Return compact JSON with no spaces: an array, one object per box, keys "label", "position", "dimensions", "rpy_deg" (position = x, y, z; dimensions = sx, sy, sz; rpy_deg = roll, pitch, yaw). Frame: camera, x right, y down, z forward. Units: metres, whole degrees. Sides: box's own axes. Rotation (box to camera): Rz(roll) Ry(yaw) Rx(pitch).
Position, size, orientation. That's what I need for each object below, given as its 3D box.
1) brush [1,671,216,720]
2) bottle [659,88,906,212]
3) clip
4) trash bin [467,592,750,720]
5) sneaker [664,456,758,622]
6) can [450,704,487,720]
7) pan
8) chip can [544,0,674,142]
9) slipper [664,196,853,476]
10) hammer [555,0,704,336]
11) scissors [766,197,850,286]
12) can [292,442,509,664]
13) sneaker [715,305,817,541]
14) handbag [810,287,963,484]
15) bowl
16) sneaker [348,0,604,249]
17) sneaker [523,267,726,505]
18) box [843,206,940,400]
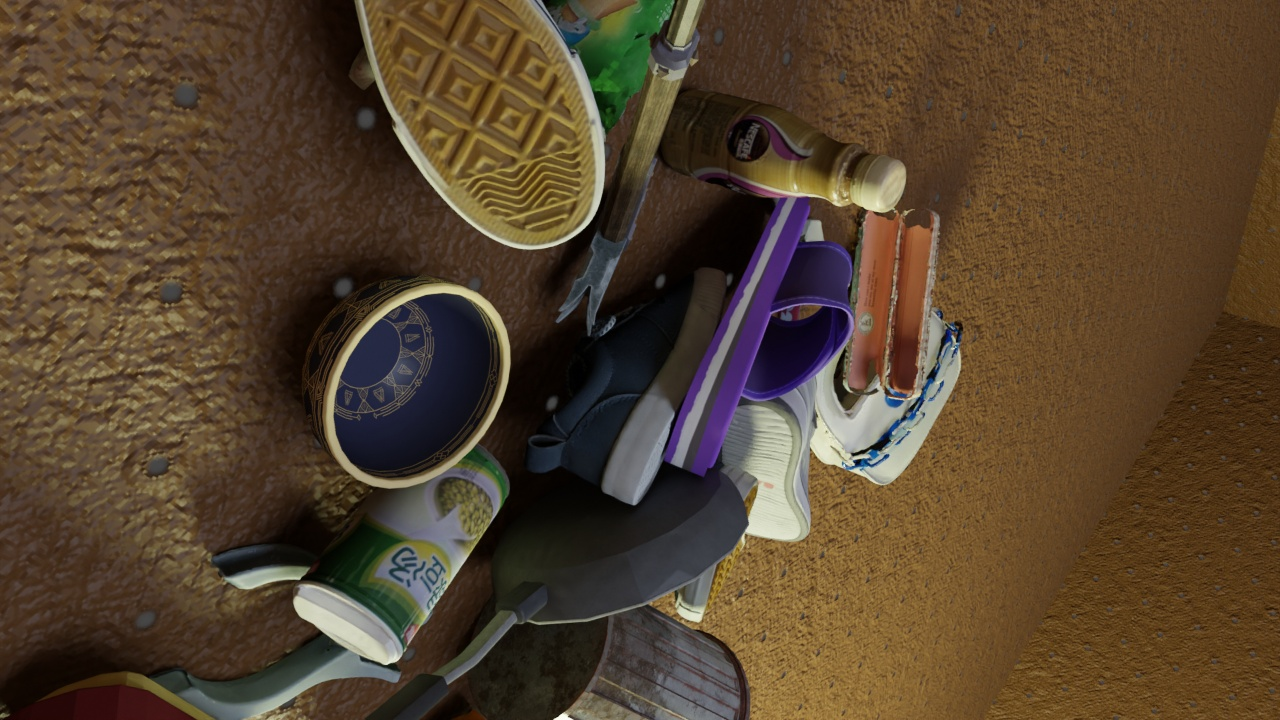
[{"label":"brush","position":[-0.249,0.211,0.467],"dimensions":[0.082,0.041,0.173],"rpy_deg":[-23,136,-1]},{"label":"bottle","position":[0.090,-0.132,0.591],"dimensions":[0.059,0.166,0.060],"rpy_deg":[-29,131,-39]},{"label":"clip","position":[-0.182,0.136,0.537],"dimensions":[0.171,0.029,0.141],"rpy_deg":[14,101,-54]},{"label":"trash bin","position":[-0.014,0.244,0.697],"dimensions":[0.211,0.131,0.130],"rpy_deg":[43,76,-42]},{"label":"sneaker","position":[0.042,0.153,0.788],"dimensions":[0.087,0.079,0.236],"rpy_deg":[-52,161,-29]},{"label":"can","position":[-0.146,0.323,0.650],"dimensions":[0.142,0.079,0.079],"rpy_deg":[-43,139,-26]},{"label":"pan","position":[-0.067,0.140,0.548],"dimensions":[0.356,0.179,0.041],"rpy_deg":[-32,108,-50]},{"label":"chip can","position":[0.008,-0.224,0.515],"dimensions":[0.223,0.075,0.075],"rpy_deg":[-56,143,-10]},{"label":"slipper","position":[0.103,-0.016,0.653],"dimensions":[0.265,0.084,0.107],"rpy_deg":[-60,169,-45]},{"label":"hammer","position":[0.008,-0.128,0.461],"dimensions":[0.317,0.028,0.146],"rpy_deg":[121,-9,-71]},{"label":"scissors","position":[0.144,-0.089,0.813],"dimensions":[0.178,0.015,0.194],"rpy_deg":[-9,117,-47]},{"label":"can","position":[-0.132,0.102,0.517],"dimensions":[0.120,0.067,0.067],"rpy_deg":[-57,148,-40]},{"label":"sneaker","position":[0.117,0.068,0.823],"dimensions":[0.263,0.097,0.128],"rpy_deg":[80,27,-51]},{"label":"handbag","position":[0.248,0.020,0.952],"dimensions":[0.199,0.093,0.200],"rpy_deg":[41,78,-44]},{"label":"bowl","position":[-0.132,0.004,0.488],"dimensions":[0.112,0.061,0.113],"rpy_deg":[-28,131,-39]},{"label":"sneaker","position":[-0.087,-0.168,0.419],"dimensions":[0.118,0.087,0.241],"rpy_deg":[-21,112,-3]},{"label":"sneaker","position":[-0.004,0.004,0.629],"dimensions":[0.234,0.087,0.089],"rpy_deg":[-59,168,-52]},{"label":"box","position":[0.239,-0.056,0.878],"dimensions":[0.043,0.083,0.187],"rpy_deg":[-8,102,-60]}]
